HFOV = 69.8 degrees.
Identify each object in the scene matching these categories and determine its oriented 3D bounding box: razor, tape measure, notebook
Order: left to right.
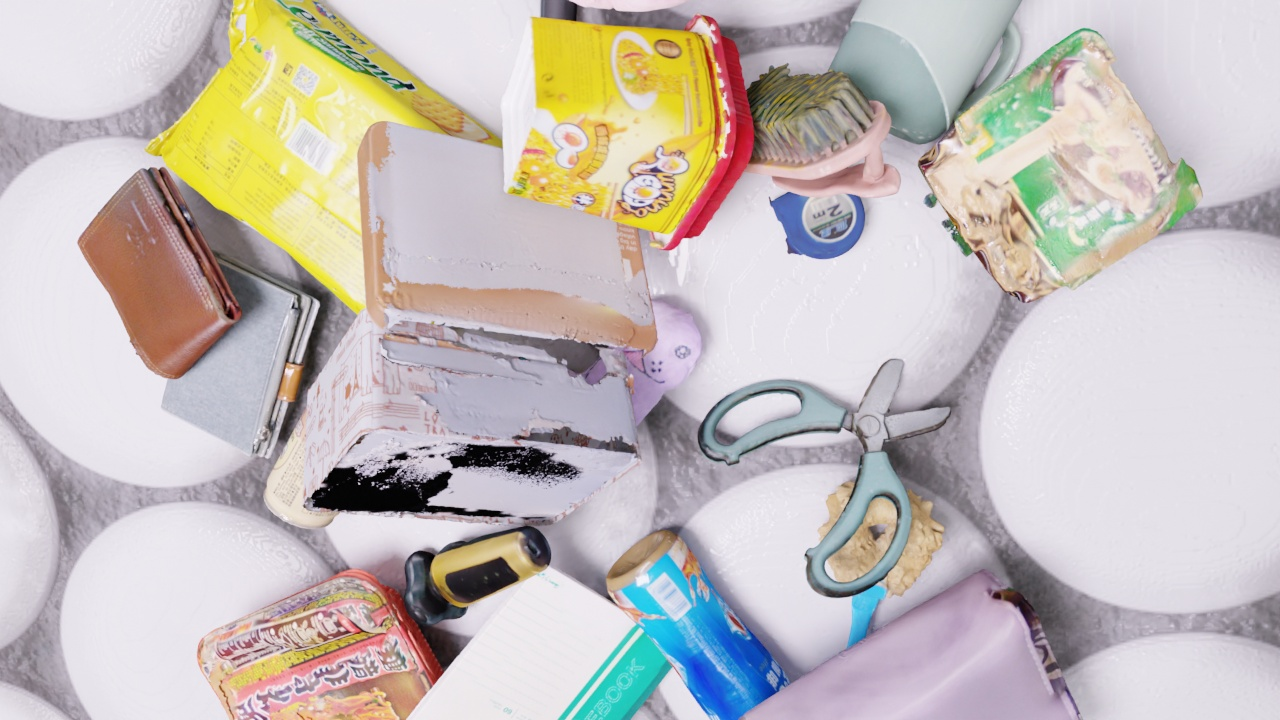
[{"bbox_3d":[-0.116,0.149,0.644,0.062,0.067,0.168,51,139,-9],"label":"razor"},{"bbox_3d":[-0.083,0.260,0.673,0.150,0.012,0.209,38,92,-25],"label":"notebook"},{"bbox_3d":[0.120,-0.094,0.607,0.058,0.025,0.054,-21,101,16],"label":"tape measure"}]

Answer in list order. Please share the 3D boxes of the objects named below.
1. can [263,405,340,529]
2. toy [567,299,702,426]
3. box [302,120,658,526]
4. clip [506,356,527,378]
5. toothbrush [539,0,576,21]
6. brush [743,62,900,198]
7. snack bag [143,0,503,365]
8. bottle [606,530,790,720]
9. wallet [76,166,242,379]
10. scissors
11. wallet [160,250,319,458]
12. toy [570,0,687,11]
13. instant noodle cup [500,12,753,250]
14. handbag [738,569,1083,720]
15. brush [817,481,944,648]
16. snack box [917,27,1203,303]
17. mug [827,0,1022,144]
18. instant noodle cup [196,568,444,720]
[{"bbox_3d":[-0.225,0.062,0.672,0.058,0.058,0.116,33,104,-1],"label":"can"},{"bbox_3d":[-0.004,0.004,0.640,0.108,0.039,0.084,-47,71,16],"label":"toy"},{"bbox_3d":[-0.107,-0.009,0.575,0.158,0.180,0.197,-40,52,47],"label":"box"},{"bbox_3d":[-0.090,0.025,0.665,0.014,0.045,0.057,8,101,8],"label":"clip"},{"bbox_3d":[-0.053,-0.254,0.595,0.026,0.027,0.213,-6,105,-36],"label":"toothbrush"},{"bbox_3d":[0.099,-0.129,0.538,0.063,0.145,0.073,-41,114,-4],"label":"brush"},{"bbox_3d":[-0.201,-0.130,0.621,0.246,0.068,0.158,37,105,-1],"label":"snack bag"},{"bbox_3d":[0.063,0.224,0.668,0.065,0.065,0.218,-36,97,13],"label":"bottle"},{"bbox_3d":[-0.331,-0.058,0.635,0.101,0.032,0.124,-32,87,33],"label":"wallet"},{"bbox_3d":[0.114,0.064,0.620,0.181,0.019,0.170,18,74,20],"label":"scissors"},{"bbox_3d":[-0.295,-0.004,0.678,0.106,0.037,0.130,24,105,13],"label":"wallet"},{"bbox_3d":[-0.005,-0.262,0.540,0.121,0.159,0.054,12,149,7],"label":"toy"},{"bbox_3d":[-0.014,-0.140,0.542,0.123,0.116,0.116,5,60,-20],"label":"instant noodle cup"},{"bbox_3d":[0.179,0.244,0.609,0.197,0.098,0.145,-29,115,-7],"label":"handbag"},{"bbox_3d":[0.155,0.198,0.662,0.083,0.045,0.255,9,109,4],"label":"brush"},{"bbox_3d":[0.231,-0.112,0.547,0.118,0.105,0.118,-35,97,11],"label":"snack box"},{"bbox_3d":[0.178,-0.188,0.555,0.111,0.082,0.106,18,106,-29],"label":"mug"},{"bbox_3d":[-0.223,0.253,0.704,0.165,0.079,0.189,-23,99,11],"label":"instant noodle cup"}]
